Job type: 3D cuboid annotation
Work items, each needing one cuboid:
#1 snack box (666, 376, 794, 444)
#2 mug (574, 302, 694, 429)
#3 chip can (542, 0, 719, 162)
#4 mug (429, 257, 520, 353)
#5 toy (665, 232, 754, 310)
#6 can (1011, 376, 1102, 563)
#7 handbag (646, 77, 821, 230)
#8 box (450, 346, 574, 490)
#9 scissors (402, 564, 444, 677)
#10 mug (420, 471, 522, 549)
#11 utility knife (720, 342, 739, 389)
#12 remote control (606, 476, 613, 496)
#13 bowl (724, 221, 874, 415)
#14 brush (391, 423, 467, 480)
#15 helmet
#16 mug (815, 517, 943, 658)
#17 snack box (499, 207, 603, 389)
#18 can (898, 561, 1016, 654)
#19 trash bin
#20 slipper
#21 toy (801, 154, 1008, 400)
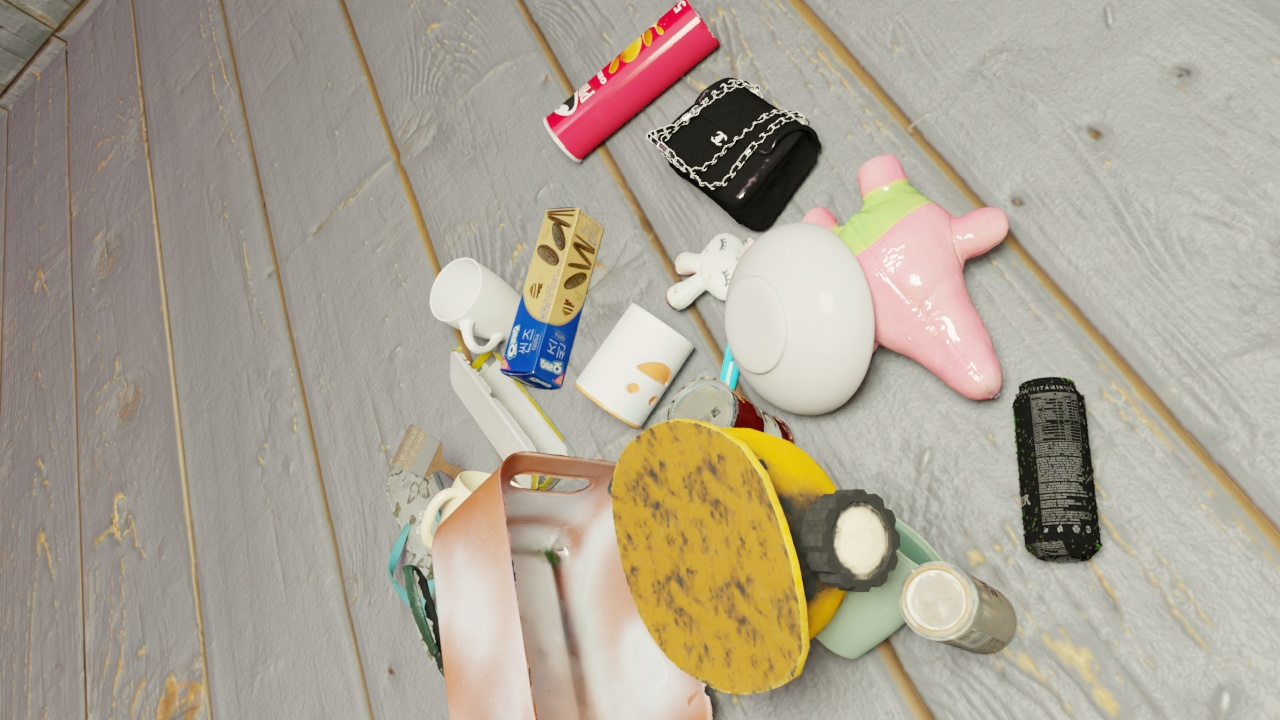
[{"bbox_3d":[0.084,0.066,0.834,0.072,0.121,0.072,-15,62,29],"label":"snack box"},{"bbox_3d":[-0.006,0.006,0.946,0.082,0.082,0.105,36,92,39],"label":"mug"},{"bbox_3d":[-0.012,-0.334,1.100,0.221,0.069,0.069,-36,55,17],"label":"chip can"},{"bbox_3d":[-0.190,-0.054,1.094,0.081,0.087,0.114,-24,59,25],"label":"mug"},{"bbox_3d":[0.082,-0.097,0.957,0.123,0.038,0.079,-17,55,26],"label":"toy"},{"bbox_3d":[0.319,0.084,0.707,0.054,0.054,0.137,-10,66,31],"label":"can"},{"bbox_3d":[0.096,-0.232,0.955,0.125,0.114,0.153,-48,48,6],"label":"handbag"},{"bbox_3d":[-0.155,0.064,1.047,0.210,0.070,0.067,48,121,37],"label":"box"},{"bbox_3d":[-0.177,0.277,0.878,0.015,0.203,0.201,-18,91,-2],"label":"scissors"},{"bbox_3d":[-0.176,0.180,0.967,0.096,0.120,0.100,34,103,53],"label":"mug"},{"bbox_3d":[0.091,0.019,0.919,0.022,0.015,0.176,10,77,11],"label":"utility knife"},{"bbox_3d":[0.026,0.151,0.843,0.013,0.136,0.033,-44,7,39],"label":"remote control"},{"bbox_3d":[0.126,-0.035,0.827,0.177,0.066,0.177,22,115,57],"label":"bowl"},{"bbox_3d":[-0.213,0.118,1.002,0.008,0.143,0.045,10,68,35],"label":"brush"},{"bbox_3d":[0.091,0.135,0.709,0.256,0.131,0.205,-18,84,61],"label":"helmet"},{"bbox_3d":[0.175,0.174,0.751,0.104,0.084,0.111,-53,52,16],"label":"mug"},{"bbox_3d":[-0.100,-0.073,1.060,0.057,0.056,0.206,4,73,35],"label":"snack box"},{"bbox_3d":[0.234,0.183,0.672,0.054,0.135,0.054,-13,64,30],"label":"can"},{"bbox_3d":[-0.073,0.233,0.822,0.158,0.181,0.259,-40,52,38],"label":"trash bin"},{"bbox_3d":[-0.243,0.214,1.043,0.098,0.054,0.268,-36,53,15],"label":"slipper"},{"bbox_3d":[0.239,-0.063,0.803,0.192,0.096,0.236,-42,61,25],"label":"toy"}]
